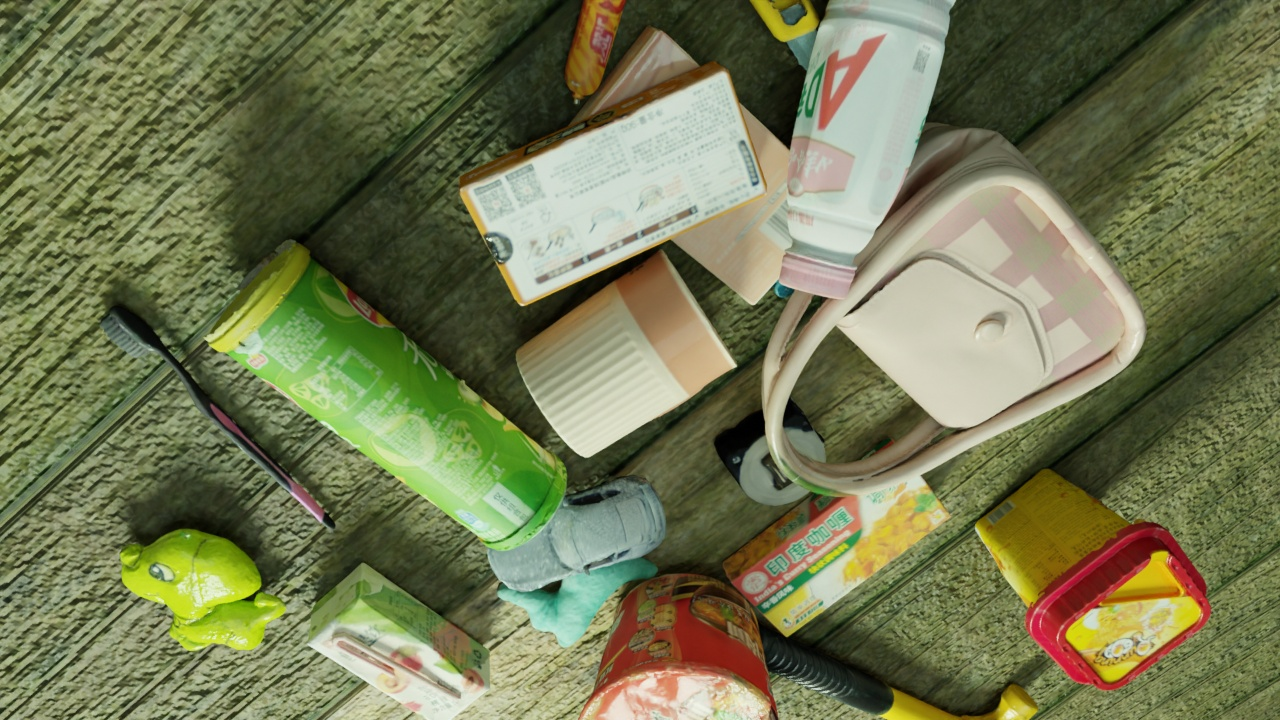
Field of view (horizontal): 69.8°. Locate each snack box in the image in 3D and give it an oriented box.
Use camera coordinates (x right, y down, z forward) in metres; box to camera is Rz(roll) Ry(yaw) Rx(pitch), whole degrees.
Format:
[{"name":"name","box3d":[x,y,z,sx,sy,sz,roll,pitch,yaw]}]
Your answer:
[{"name":"snack box","box3d":[-0.013,-0.095,0.496,0.154,0.026,0.075,-24,120,1]},{"name":"snack box","box3d":[0.145,0.132,0.679,0.156,0.027,0.077,-39,117,7]},{"name":"snack box","box3d":[0.037,-0.108,0.532,0.157,0.026,0.084,36,104,-26]}]

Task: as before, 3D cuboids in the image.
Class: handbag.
[{"name":"handbag","box3d":[0.175,-0.009,0.576,0.193,0.093,0.234,37,104,-29]}]

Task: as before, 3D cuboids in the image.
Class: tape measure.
[{"name":"tape measure","box3d":[0.093,0.065,0.629,0.066,0.033,0.066,-35,118,7]}]

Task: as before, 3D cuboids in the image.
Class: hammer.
[{"name":"hammer","box3d":[0.199,0.283,0.766,0.300,0.033,0.129,31,105,-25]}]

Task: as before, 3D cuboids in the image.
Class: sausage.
[{"name":"sausage","box3d":[-0.010,-0.212,0.471,0.021,0.021,0.165,12,113,-19]}]

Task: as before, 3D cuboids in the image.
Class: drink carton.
[{"name":"drink carton","box3d":[-0.163,0.197,0.627,0.053,0.045,0.122,-40,118,9]}]

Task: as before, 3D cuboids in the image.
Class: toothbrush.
[{"name":"toothbrush","box3d":[-0.246,0.041,0.547,0.018,0.014,0.189,-27,120,12]}]

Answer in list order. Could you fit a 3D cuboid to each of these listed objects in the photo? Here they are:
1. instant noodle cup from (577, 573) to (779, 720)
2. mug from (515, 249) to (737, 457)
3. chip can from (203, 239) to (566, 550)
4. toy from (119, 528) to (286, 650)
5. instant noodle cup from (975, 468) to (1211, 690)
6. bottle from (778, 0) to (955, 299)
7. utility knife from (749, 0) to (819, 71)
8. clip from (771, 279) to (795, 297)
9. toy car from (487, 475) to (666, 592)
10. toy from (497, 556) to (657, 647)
[{"name":"instant noodle cup","box3d":[0.028,0.224,0.638,0.138,0.108,0.138,2,117,3]},{"name":"mug","box3d":[-0.003,0.003,0.556,0.106,0.081,0.114,-33,148,6]},{"name":"chip can","box3d":[-0.137,0.029,0.534,0.073,0.072,0.221,-42,117,8]},{"name":"toy","box3d":[-0.275,0.145,0.582,0.096,0.031,0.100,5,119,-16]},{"name":"instant noodle cup","box3d":[0.324,0.154,0.678,0.116,0.123,0.116,-42,118,8]},{"name":"bottle","box3d":[0.119,-0.132,0.496,0.068,0.068,0.197,10,101,-18]},{"name":"utility knife","box3d":[0.067,-0.207,0.484,0.033,0.015,0.216,-43,126,5]},{"name":"clip","box3d":[0.106,-0.054,0.581,0.057,0.047,0.014,-11,117,-10]},{"name":"toy car","box3d":[-0.042,0.115,0.610,0.120,0.037,0.054,-17,90,-1]},{"name":"toy","box3d":[-0.048,0.162,0.647,0.096,0.030,0.092,26,106,-18]}]
